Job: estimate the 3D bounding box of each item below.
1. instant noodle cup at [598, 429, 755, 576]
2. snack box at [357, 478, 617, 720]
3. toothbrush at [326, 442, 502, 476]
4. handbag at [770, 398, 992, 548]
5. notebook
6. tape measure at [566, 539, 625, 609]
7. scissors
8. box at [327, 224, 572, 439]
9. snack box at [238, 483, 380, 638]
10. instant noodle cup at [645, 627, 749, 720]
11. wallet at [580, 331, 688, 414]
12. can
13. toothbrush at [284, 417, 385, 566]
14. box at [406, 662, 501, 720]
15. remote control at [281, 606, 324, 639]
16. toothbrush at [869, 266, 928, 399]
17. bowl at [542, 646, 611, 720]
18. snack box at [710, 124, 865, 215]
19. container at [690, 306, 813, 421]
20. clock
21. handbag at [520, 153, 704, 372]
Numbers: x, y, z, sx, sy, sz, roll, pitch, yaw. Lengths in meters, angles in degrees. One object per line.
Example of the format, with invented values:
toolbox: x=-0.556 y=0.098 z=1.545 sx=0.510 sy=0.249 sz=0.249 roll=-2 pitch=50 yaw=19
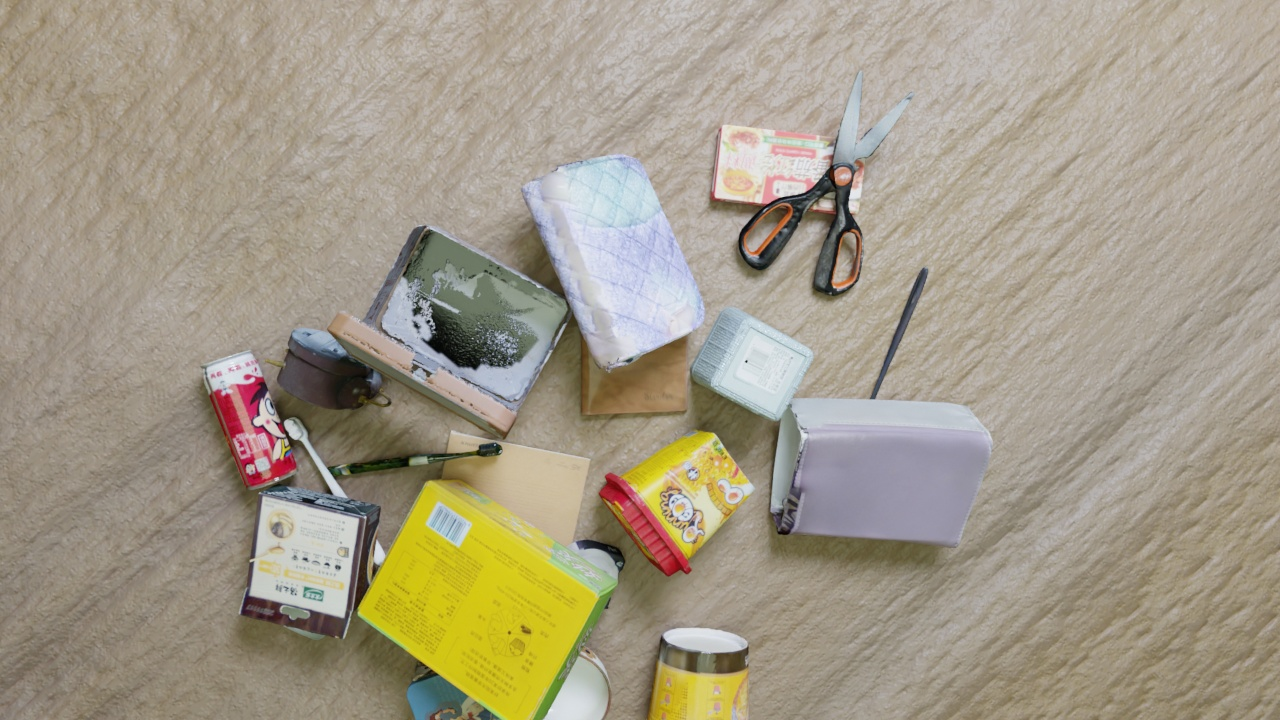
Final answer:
instant noodle cup: x=0.039 y=0.139 z=0.937 sx=0.123 sy=0.116 sz=0.116 roll=-38 pitch=97 yaw=-11
snack box: x=-0.150 y=0.234 z=0.901 sx=0.210 sy=0.070 sz=0.158 roll=29 pitch=93 yaw=15
toothbrush: x=-0.234 y=0.102 z=0.944 sx=0.186 sy=0.017 sz=0.012 roll=-8 pitch=66 yaw=4
handbag: x=0.242 y=0.115 z=0.950 sx=0.197 sy=0.098 sz=0.145 roll=3 pitch=112 yaw=-6
notebook: x=-0.147 y=0.191 z=0.975 sx=0.149 sy=0.012 sz=0.211 roll=12 pitch=96 yaw=-7
tape measure: x=-0.056 y=0.225 z=0.969 sx=0.066 sy=0.033 sz=0.066 roll=17 pitch=93 yaw=-16
scissors: x=0.184 y=-0.167 z=0.920 sx=0.211 sy=0.021 sz=0.222 roll=-12 pitch=115 yaw=4
box: x=-0.174 y=-0.027 z=0.855 sx=0.183 sy=0.193 sz=0.156 roll=28 pitch=92 yaw=-7
snack box: x=-0.328 y=0.198 z=0.915 sx=0.113 sy=0.053 sz=0.126 roll=12 pitch=99 yaw=6
instant noodle cup: x=0.063 y=0.348 z=0.959 sx=0.118 sy=0.118 sz=0.114 roll=4 pitch=89 yaw=-5
wallet: x=-0.006 y=0.006 z=0.960 sx=0.115 sy=0.020 sz=0.101 roll=-2 pitch=98 yaw=-7
can: x=-0.392 y=0.059 z=0.920 sx=0.053 sy=0.053 sz=0.133 roll=-18 pitch=97 yaw=-2
toothbrush: x=-0.311 y=0.135 z=0.937 sx=0.016 sy=0.016 sz=0.180 roll=-32 pitch=91 yaw=7
box: x=-0.177 y=0.399 z=0.972 sx=0.090 sy=0.060 sz=0.184 roll=-21 pitch=96 yaw=-1
remote control: x=-0.328 y=0.224 z=0.960 sx=0.056 sy=0.020 sz=0.136 roll=26 pitch=94 yaw=-7
toothbrush: x=0.273 y=-0.014 z=0.979 sx=0.018 sy=0.015 sz=0.181 roll=18 pitch=96 yaw=-12
bowl: x=-0.088 y=0.339 z=0.966 sx=0.113 sy=0.062 sz=0.113 roll=-1 pitch=104 yaw=-4
snack box: x=0.152 y=-0.195 z=0.944 sx=0.153 sy=0.025 sz=0.075 roll=6 pitch=96 yaw=-5
container: x=0.113 y=0.004 z=0.921 sx=0.090 sy=0.111 sz=0.090 roll=27 pitch=93 yaw=-7
clock: x=-0.301 y=0.014 z=0.907 sx=0.122 sy=0.082 sz=0.055 roll=26 pitch=98 yaw=-6
handbag: x=-0.026 y=-0.096 z=0.888 sx=0.076 sy=0.133 sz=0.194 roll=-23 pitch=91 yaw=42
